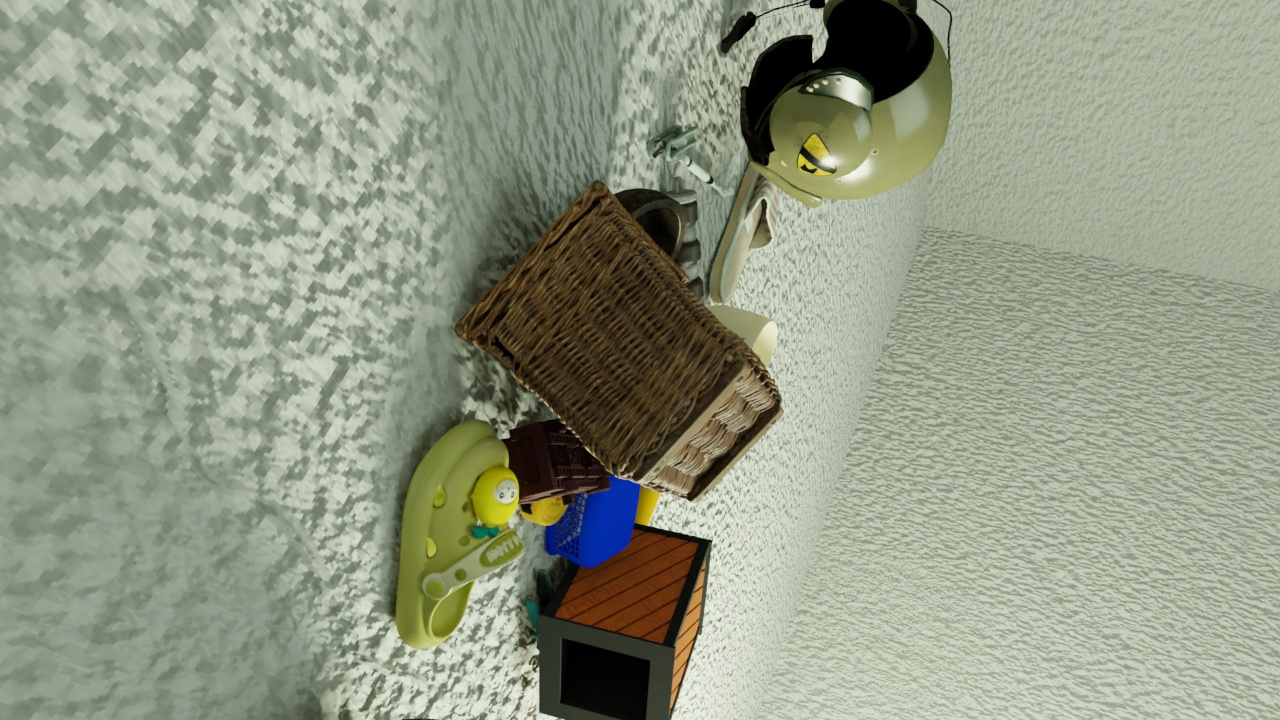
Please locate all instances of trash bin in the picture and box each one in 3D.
[{"bbox_3d":[-0.014,0.287,0.999,0.171,0.140,0.140,-58,155,-59],"label":"trash bin"}]

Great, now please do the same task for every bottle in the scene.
[{"bbox_3d":[-0.001,0.161,1.083,0.043,0.043,0.144,-16,130,-66],"label":"bottle"}]

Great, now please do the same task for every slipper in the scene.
[{"bbox_3d":[-0.136,0.143,0.710,0.091,0.082,0.191,-12,118,-64],"label":"slipper"},{"bbox_3d":[0.159,-0.195,1.273,0.115,0.052,0.262,64,46,-62],"label":"slipper"}]

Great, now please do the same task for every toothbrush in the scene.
[{"bbox_3d":[0.081,-0.221,1.102,0.186,0.017,0.012,7,78,-69],"label":"toothbrush"}]

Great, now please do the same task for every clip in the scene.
[{"bbox_3d":[0.033,-0.228,0.960,0.075,0.044,0.023,-46,140,-51],"label":"clip"}]

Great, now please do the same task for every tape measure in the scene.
[{"bbox_3d":[-0.091,0.127,0.879,0.068,0.030,0.059,5,98,-63],"label":"tape measure"}]

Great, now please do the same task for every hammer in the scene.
[{"bbox_3d":[0.053,-0.073,1.043,0.176,0.080,0.327,-41,131,-55],"label":"hammer"}]

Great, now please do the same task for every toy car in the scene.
[{"bbox_3d":[-0.076,0.091,0.801,0.169,0.062,0.070,27,49,-75],"label":"toy car"}]

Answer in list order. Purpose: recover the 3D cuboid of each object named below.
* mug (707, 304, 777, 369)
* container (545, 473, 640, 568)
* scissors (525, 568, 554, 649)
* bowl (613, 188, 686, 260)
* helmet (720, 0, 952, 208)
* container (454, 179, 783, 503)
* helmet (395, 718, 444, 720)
[{"bbox_3d":[0.110,-0.013,1.205,0.120,0.100,0.096,-66,156,-8],"label":"mug"},{"bbox_3d":[-0.045,0.154,0.955,0.096,0.058,0.114,-19,123,-54],"label":"container"},{"bbox_3d":[-0.099,0.271,0.976,0.133,0.019,0.146,12,88,-74],"label":"scissors"},{"bbox_3d":[-0.020,-0.111,0.845,0.121,0.056,0.121,-36,153,-23],"label":"bowl"},{"bbox_3d":[0.215,-0.291,1.029,0.249,0.256,0.233,-63,153,-26],"label":"helmet"},{"bbox_3d":[0.007,0.005,0.762,0.162,0.183,0.250,-46,159,4],"label":"container"},{"bbox_3d":[-0.149,0.354,0.600,0.243,0.247,0.213,37,90,-26],"label":"helmet"}]
